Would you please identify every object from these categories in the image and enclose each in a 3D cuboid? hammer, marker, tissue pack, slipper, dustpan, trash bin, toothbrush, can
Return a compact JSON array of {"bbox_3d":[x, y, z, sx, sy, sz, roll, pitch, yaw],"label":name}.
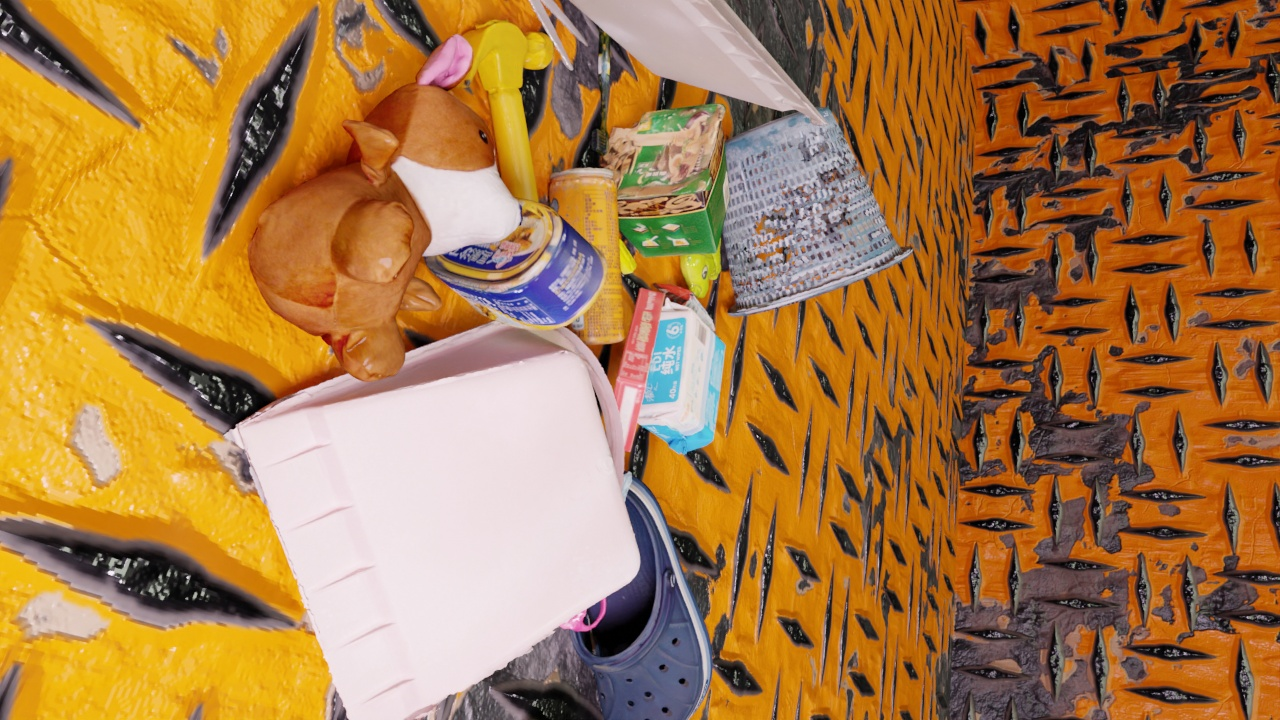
[{"bbox_3d":[-0.092,-0.111,0.722,0.128,0.033,0.301,-28,112,-59],"label":"hammer"},{"bbox_3d":[-0.035,-0.125,0.850,0.124,0.015,0.018,57,35,-42],"label":"marker"},{"bbox_3d":[0.038,0.016,0.925,0.090,0.063,0.139,41,51,-52],"label":"tissue pack"},{"bbox_3d":[-0.007,0.220,0.779,0.095,0.105,0.253,-35,116,-66],"label":"slipper"},{"bbox_3d":[-0.111,0.090,0.629,0.273,0.139,0.222,-18,105,-22],"label":"dustpan"},{"bbox_3d":[0.178,-0.180,1.076,0.226,0.227,0.195,-31,102,-59],"label":"trash bin"},{"bbox_3d":[-0.036,-0.284,0.861,0.017,0.012,0.185,8,81,-51],"label":"toothbrush"},{"bbox_3d":[-0.046,-0.086,0.779,0.058,0.058,0.146,-6,94,-62],"label":"can"},{"bbox_3d":[0.042,-0.340,0.802,0.222,0.258,0.142,25,92,-48],"label":"dustpan"},{"bbox_3d":[-0.086,-0.067,0.609,0.049,0.148,0.074,41,76,-39],"label":"can"}]

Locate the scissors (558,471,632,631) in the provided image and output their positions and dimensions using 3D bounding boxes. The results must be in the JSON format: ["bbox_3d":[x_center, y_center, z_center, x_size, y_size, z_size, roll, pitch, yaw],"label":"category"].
[{"bbox_3d":[-0.032,0.151,0.734,0.054,0.017,0.133,29,76,-34],"label":"scissors"}]

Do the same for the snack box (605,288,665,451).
[{"bbox_3d":[-0.005,0.005,0.814,0.152,0.025,0.075,-77,180,-56],"label":"snack box"}]

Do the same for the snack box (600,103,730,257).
[{"bbox_3d":[0.034,-0.163,0.878,0.106,0.118,0.118,59,38,-48],"label":"snack box"}]

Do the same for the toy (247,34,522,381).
[{"bbox_3d":[-0.137,-0.094,0.548,0.199,0.130,0.140,-77,-172,-45],"label":"toy"}]

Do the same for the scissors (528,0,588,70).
[{"bbox_3d":[-0.097,-0.313,0.713,0.166,0.012,0.155,12,69,-50],"label":"scissors"}]

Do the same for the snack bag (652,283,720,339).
[{"bbox_3d":[0.051,-0.053,0.980,0.026,0.048,0.104,-51,147,-5],"label":"snack bag"}]

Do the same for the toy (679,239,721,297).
[{"bbox_3d":[0.067,-0.116,1.024,0.100,0.031,0.096,4,81,-66],"label":"toy"}]
